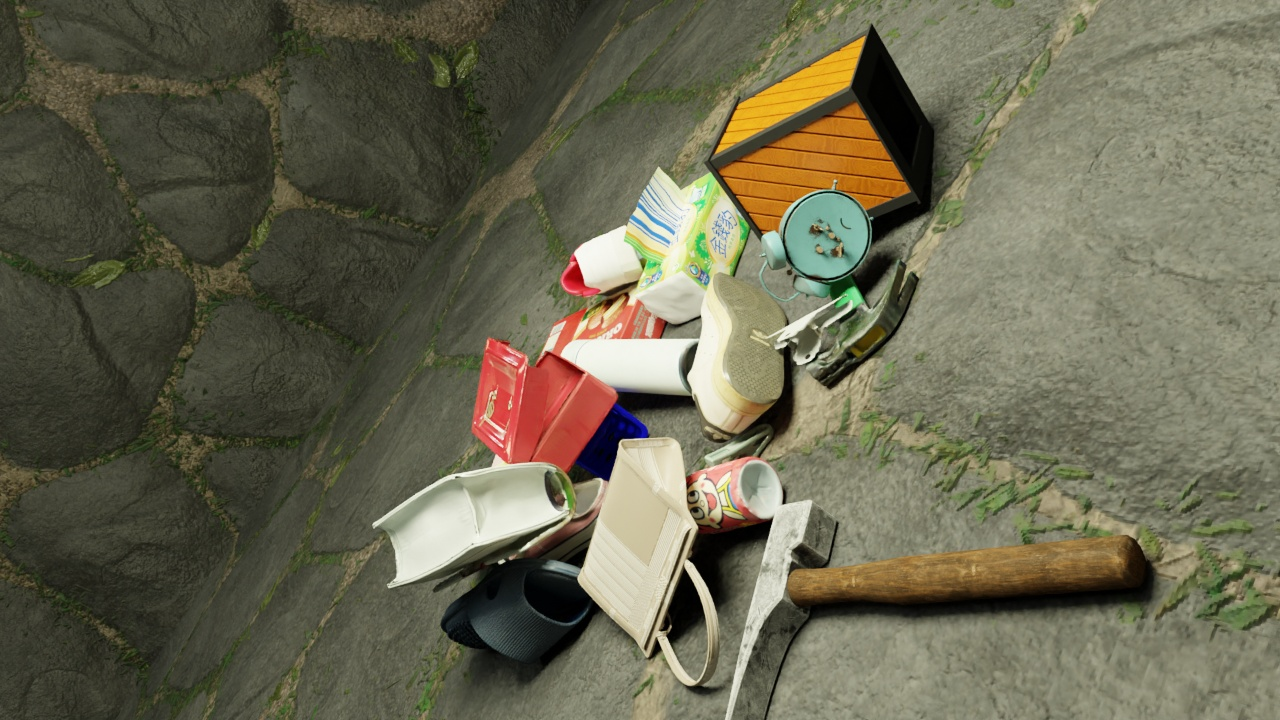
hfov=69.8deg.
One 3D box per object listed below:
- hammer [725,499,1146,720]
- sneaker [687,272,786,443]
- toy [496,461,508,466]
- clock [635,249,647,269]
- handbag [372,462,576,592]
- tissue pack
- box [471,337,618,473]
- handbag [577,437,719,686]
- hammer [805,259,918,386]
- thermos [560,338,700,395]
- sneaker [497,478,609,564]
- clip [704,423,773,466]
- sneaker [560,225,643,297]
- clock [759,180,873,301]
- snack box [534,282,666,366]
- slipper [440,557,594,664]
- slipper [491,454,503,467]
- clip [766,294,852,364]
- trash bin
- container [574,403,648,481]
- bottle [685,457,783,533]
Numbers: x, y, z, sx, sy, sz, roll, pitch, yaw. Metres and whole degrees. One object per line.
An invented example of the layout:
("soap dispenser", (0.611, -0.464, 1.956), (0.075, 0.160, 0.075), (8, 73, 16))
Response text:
("hammer", (0.183, 0.183, 0.623), (0.301, 0.037, 0.217), (-22, 39, 49))
("sneaker", (0.097, 0.000, 0.984), (0.241, 0.089, 0.103), (-83, 17, -55))
("toy", (-0.191, 0.193, 1.200), (0.064, 0.155, 0.170), (39, 91, 21))
("clock", (0.025, -0.168, 1.350), (0.083, 0.057, 0.119), (-52, 25, 5))
("handbag", (-0.179, 0.182, 0.990), (0.199, 0.141, 0.096), (-32, 69, 41))
("tissue pack", (0.051, -0.167, 1.196), (0.121, 0.141, 0.197), (-28, 35, 44))
("box", (-0.114, 0.057, 1.063), (0.157, 0.127, 0.137), (26, 101, 62))
("handbag", (0.019, 0.200, 0.825), (0.198, 0.062, 0.176), (57, 139, 47))
("hammer", (0.203, -0.105, 0.979), (0.130, 0.032, 0.318), (-44, 25, 22))
("thermos", (-0.007, 0.007, 1.114), (0.231, 0.068, 0.067), (2, 59, 48))
("sneaker", (-0.119, 0.190, 1.094), (0.242, 0.088, 0.118), (-34, 31, 42))
("clip", (0.103, 0.089, 0.905), (0.075, 0.061, 0.023), (-43, 24, -11))
("sneaker", (-0.062, -0.126, 1.309), (0.104, 0.090, 0.236), (-20, 2, -5))
("clock", (0.169, -0.112, 0.905), (0.124, 0.090, 0.053), (-46, 12, 6))
("snack box", (-0.061, -0.024, 1.310), (0.237, 0.060, 0.113), (-21, 40, 50))
("slipper", (-0.147, 0.289, 1.006), (0.264, 0.101, 0.082), (-35, 30, 41))
("slipper", (-0.165, 0.130, 1.301), (0.221, 0.055, 0.107), (-65, 25, 1))
("clip", (0.160, -0.022, 0.887), (0.102, 0.043, 0.054), (-32, 19, 43))
("trash bin", (0.192, -0.226, 0.971), (0.172, 0.140, 0.139), (-20, 32, 38))
("container", (-0.061, 0.089, 1.132), (0.084, 0.085, 0.114), (-57, 23, -8))
("bottle", (0.067, 0.133, 0.869), (0.138, 0.062, 0.061), (-26, 36, 47))
